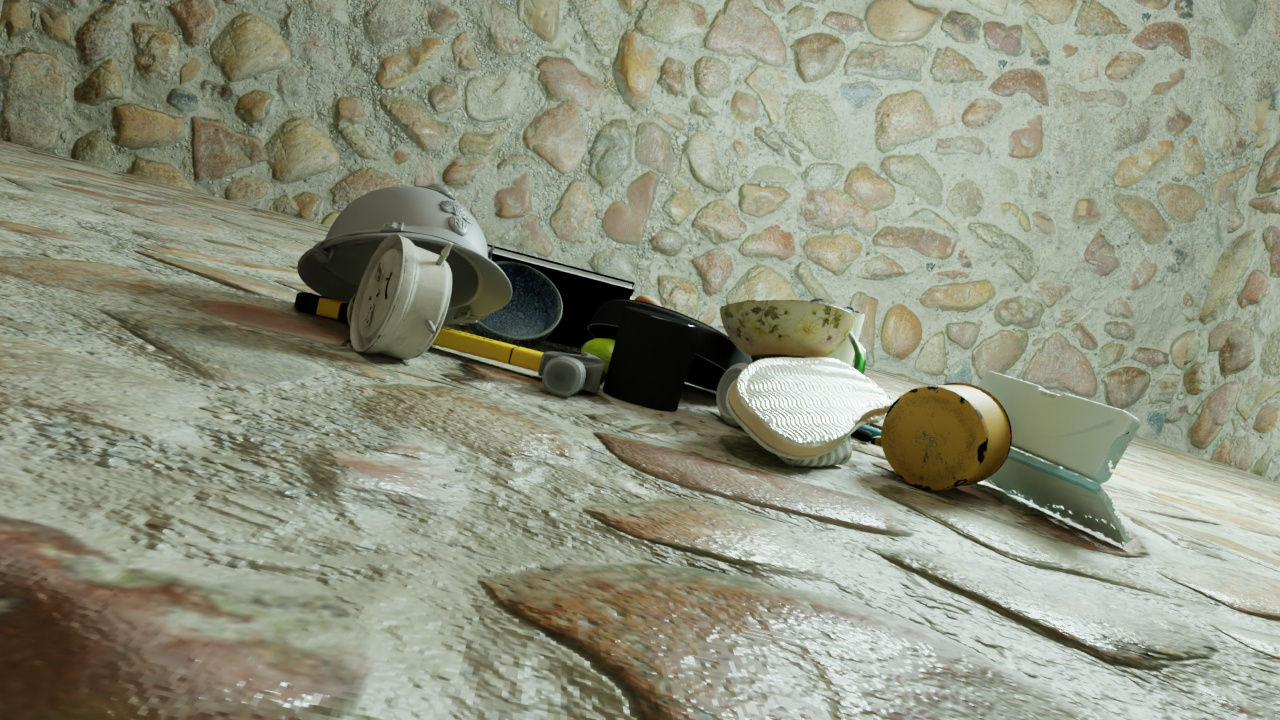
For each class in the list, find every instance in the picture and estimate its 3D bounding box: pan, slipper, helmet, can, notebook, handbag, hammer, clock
[{"bbox_3d":[0.108,0.012,1.081,0.356,0.044,0.204,21,-10,7],"label":"pan"},{"bbox_3d":[0.161,0.045,0.857,0.114,0.054,0.272,46,29,19],"label":"slipper"},{"bbox_3d":[-0.225,-0.123,0.919,0.183,0.117,0.272,25,-24,-37],"label":"helmet"},{"bbox_3d":[0.134,0.041,0.940,0.104,0.064,0.064,11,7,-34],"label":"can"},{"bbox_3d":[-0.129,-0.073,1.137,0.206,0.016,0.149,13,-37,-15],"label":"notebook"},{"bbox_3d":[0.253,-0.003,1.237,0.074,0.151,0.176,14,7,-9],"label":"handbag"},{"bbox_3d":[-0.190,-0.022,0.910,0.324,0.034,0.169,14,4,7],"label":"hammer"},{"bbox_3d":[-0.213,-0.046,0.801,0.061,0.103,0.157,19,-23,-33],"label":"clock"}]

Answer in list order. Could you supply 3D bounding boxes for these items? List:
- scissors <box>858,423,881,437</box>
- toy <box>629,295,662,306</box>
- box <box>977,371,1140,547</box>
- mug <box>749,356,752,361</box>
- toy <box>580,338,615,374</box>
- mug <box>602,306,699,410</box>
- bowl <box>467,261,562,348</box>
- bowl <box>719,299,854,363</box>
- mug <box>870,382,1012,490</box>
[{"bbox_3d":[0.296,0.092,1.092,0.155,0.019,0.124,15,7,-11],"label":"scissors"},{"bbox_3d":[-0.050,-0.061,1.295,0.112,0.096,0.177,21,-31,-26],"label":"toy"},{"bbox_3d":[0.390,0.087,0.881,0.074,0.126,0.197,-23,16,-11],"label":"box"},{"bbox_3d":[0.147,-0.014,1.174,0.071,0.089,0.107,45,-28,-6],"label":"mug"},{"bbox_3d":[-0.006,0.006,1.030,0.118,0.043,0.092,22,4,26],"label":"toy"},{"bbox_3d":[0.020,-0.002,0.937,0.078,0.088,0.113,19,7,31],"label":"mug"},{"bbox_3d":[-0.152,-0.053,1.053,0.114,0.114,0.061,11,-38,-14],"label":"bowl"},{"bbox_3d":[0.153,-0.019,0.973,0.145,0.063,0.145,4,-9,1],"label":"bowl"},{"bbox_3d":[0.277,0.072,0.871,0.124,0.100,0.094,-8,-5,33],"label":"mug"}]
